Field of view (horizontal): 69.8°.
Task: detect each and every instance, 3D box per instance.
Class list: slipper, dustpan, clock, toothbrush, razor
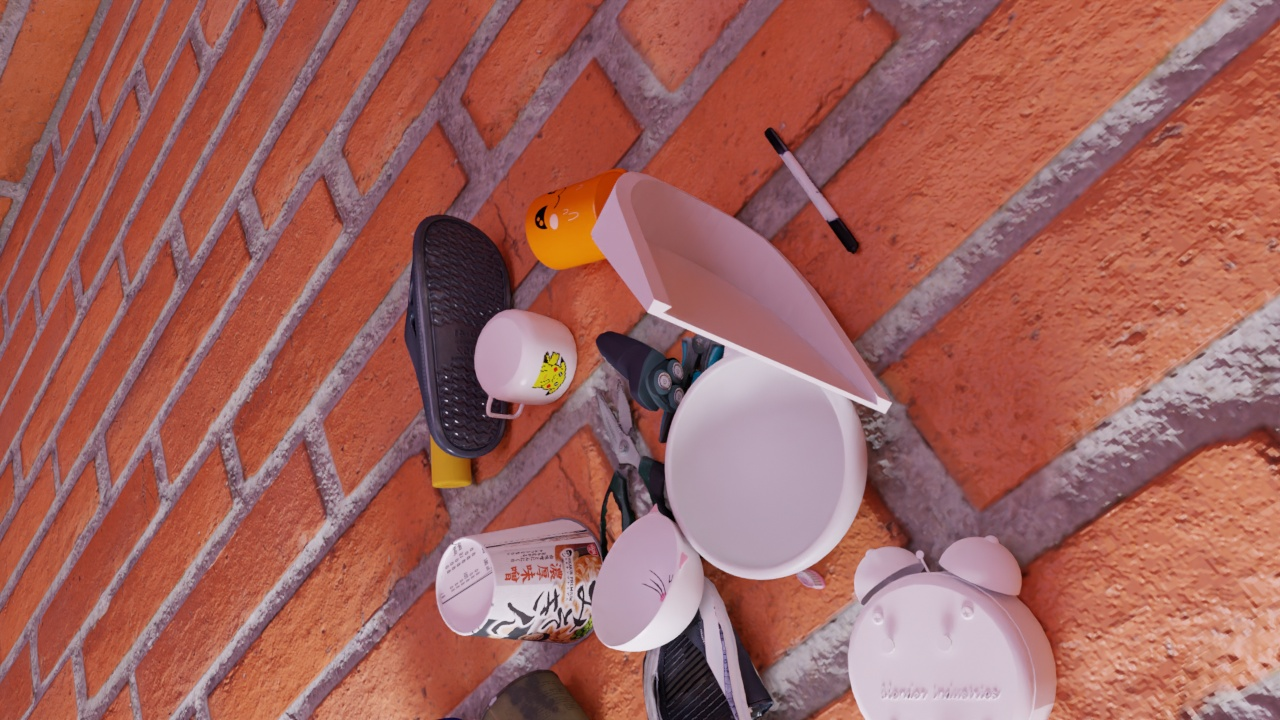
[{"bbox_3d":[0.066,0.292,0.711,0.111,0.063,0.263,-51,31,23],"label":"slipper"},{"bbox_3d":[-0.202,-0.024,1.007,0.083,0.110,0.268,-19,74,56],"label":"slipper"},{"bbox_3d":[0.064,-0.070,0.691,0.053,0.191,0.257,-62,25,15],"label":"dustpan"},{"bbox_3d":[0.200,0.202,0.608,0.126,0.072,0.160,-17,71,39],"label":"clock"},{"bbox_3d":[0.096,0.148,0.751,0.135,0.016,0.021,31,102,41],"label":"toothbrush"},{"bbox_3d":[-0.005,0.005,0.840,0.052,0.047,0.143,-47,33,-6],"label":"razor"}]

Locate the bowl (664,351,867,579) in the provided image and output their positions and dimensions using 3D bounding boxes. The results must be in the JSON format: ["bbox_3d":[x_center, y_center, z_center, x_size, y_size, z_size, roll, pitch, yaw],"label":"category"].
[{"bbox_3d":[0.105,0.081,0.721,0.177,0.066,0.176,-10,76,41],"label":"bowl"}]

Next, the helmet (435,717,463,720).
[{"bbox_3d":[-0.229,0.426,0.851,0.242,0.227,0.147,-25,74,40],"label":"helmet"}]

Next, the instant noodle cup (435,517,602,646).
[{"bbox_3d":[-0.116,0.209,0.860,0.124,0.121,0.123,-10,76,41],"label":"instant noodle cup"}]

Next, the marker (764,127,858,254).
[{"bbox_3d":[0.142,-0.144,0.768,0.011,0.011,0.152,-45,55,27],"label":"marker"}]

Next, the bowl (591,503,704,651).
[{"bbox_3d":[0.013,0.191,0.766,0.115,0.050,0.114,-42,30,32],"label":"bowl"}]

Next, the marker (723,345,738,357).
[{"bbox_3d":[0.077,0.021,0.789,0.020,0.020,0.141,4,85,43],"label":"marker"}]

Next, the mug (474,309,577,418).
[{"bbox_3d":[-0.123,0.007,0.940,0.094,0.068,0.116,30,103,41],"label":"mug"}]

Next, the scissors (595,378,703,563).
[{"bbox_3d":[-0.019,0.119,0.862,0.138,0.015,0.209,-46,55,28],"label":"scissors"}]

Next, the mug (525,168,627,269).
[{"bbox_3d":[-0.046,-0.148,0.906,0.096,0.077,0.112,-8,45,41],"label":"mug"}]

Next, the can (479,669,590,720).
[{"bbox_3d":[-0.092,0.340,0.835,0.074,0.089,0.090,39,108,40],"label":"can"}]

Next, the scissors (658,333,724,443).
[{"bbox_3d":[0.051,0.015,0.816,0.126,0.019,0.154,-40,56,28],"label":"scissors"}]

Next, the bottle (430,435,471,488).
[{"bbox_3d":[-0.214,0.068,1.029,0.043,0.043,0.143,-18,70,39],"label":"bottle"}]
